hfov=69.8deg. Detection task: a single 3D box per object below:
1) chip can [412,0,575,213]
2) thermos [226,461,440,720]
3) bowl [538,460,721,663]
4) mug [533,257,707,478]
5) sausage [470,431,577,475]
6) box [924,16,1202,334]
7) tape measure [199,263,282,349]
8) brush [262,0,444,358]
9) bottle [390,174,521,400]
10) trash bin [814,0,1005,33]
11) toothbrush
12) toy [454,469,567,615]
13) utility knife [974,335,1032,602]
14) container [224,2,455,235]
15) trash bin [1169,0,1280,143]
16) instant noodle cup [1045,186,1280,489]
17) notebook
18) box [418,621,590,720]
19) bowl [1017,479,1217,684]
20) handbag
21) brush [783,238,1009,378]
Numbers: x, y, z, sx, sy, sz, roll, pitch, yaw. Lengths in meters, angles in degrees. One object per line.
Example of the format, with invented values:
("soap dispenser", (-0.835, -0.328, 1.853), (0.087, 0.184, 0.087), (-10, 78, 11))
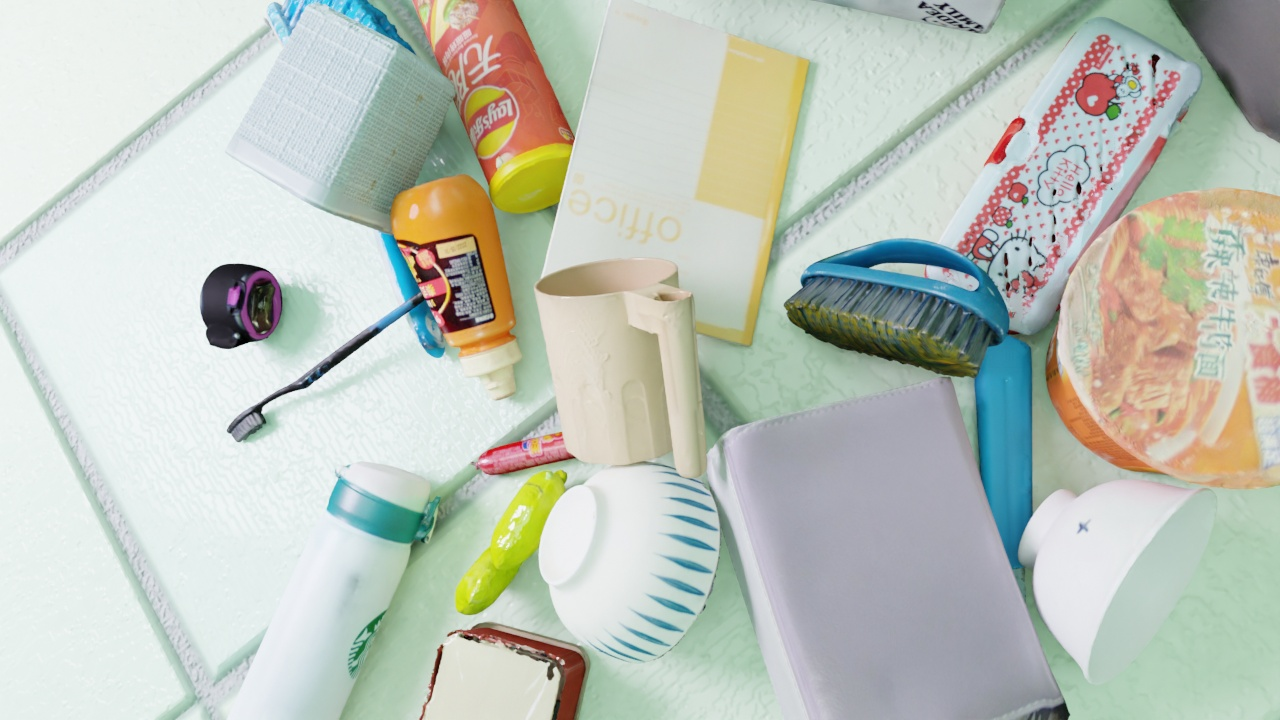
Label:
("chip can", (-0.107, -0.211, 0.646), (0.073, 0.073, 0.216), (-26, 74, 6))
("thermos", (-0.201, 0.173, 0.592), (0.073, 0.073, 0.224), (21, 84, 15))
("bowl", (-0.016, 0.110, 0.532), (0.117, 0.066, 0.116), (-38, 38, 38))
("mug", (-0.003, 0.003, 0.529), (0.084, 0.125, 0.104), (-18, 112, -27))
("sausage", (-0.039, 0.054, 0.605), (0.156, 0.020, 0.020), (-12, 77, 9))
("box", (0.257, -0.112, 0.560), (0.087, 0.047, 0.201), (33, 86, 16))
("tape measure", (-0.283, -0.040, 0.656), (0.039, 0.057, 0.058), (6, 103, 12))
("brush", (-0.187, -0.157, 0.665), (0.109, 0.060, 0.314), (-37, 76, 9))
("bottle", (-0.114, -0.045, 0.608), (0.067, 0.066, 0.149), (-16, 100, 8))
("trash bin", (0.121, -0.323, 0.548), (0.252, 0.229, 0.229), (20, 84, 10))
("toothbrush", (-0.220, 0.006, 0.641), (0.190, 0.014, 0.016), (-32, 75, 15))
("toy", (-0.078, 0.112, 0.573), (0.031, 0.096, 0.100), (34, 117, 1))
("utility knife", (0.217, 0.074, 0.546), (0.034, 0.018, 0.185), (1, 81, 5))
("container", (-0.188, -0.156, 0.595), (0.090, 0.090, 0.111), (30, 95, 16))
("trash bin", (0.405, -0.238, 0.464), (0.199, 0.219, 0.199), (-25, 74, 7))
("instant noodle cup", (0.294, -0.003, 0.496), (0.151, 0.111, 0.151), (-2, 78, 12))
("notebook", (0.025, -0.124, 0.603), (0.146, 0.010, 0.206), (15, 81, -10))
("box", (-0.096, 0.250, 0.548), (0.091, 0.077, 0.168), (11, 81, 13))
("bowl", (0.248, 0.107, 0.498), (0.065, 0.118, 0.118), (32, 86, 44))
("handbag", (0.132, 0.121, 0.513), (0.145, 0.098, 0.197), (-15, 75, -8))
("brush", (0.151, -0.037, 0.536), (0.144, 0.055, 0.073), (19, 72, 54))
